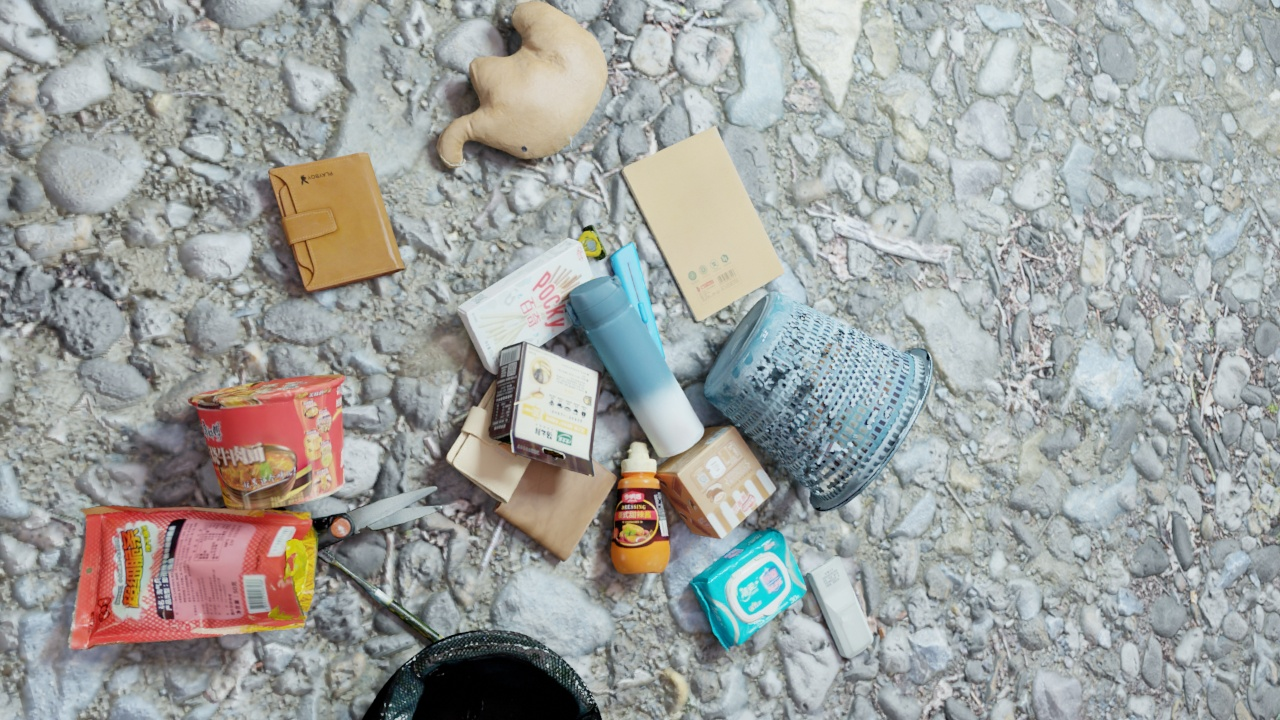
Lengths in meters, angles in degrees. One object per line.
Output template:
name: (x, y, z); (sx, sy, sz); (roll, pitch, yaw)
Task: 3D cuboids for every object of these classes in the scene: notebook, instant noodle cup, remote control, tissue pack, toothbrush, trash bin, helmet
notebook: (0.081, -0.171, 1.139); (0.147, 0.008, 0.207); (-30, 97, -23)
instant noodle cup: (-0.343, 0.076, 0.873); (0.137, 0.138, 0.108); (-10, 97, -24)
remote control: (0.254, 0.312, 1.160); (0.049, 0.024, 0.125); (-26, 95, -24)
tissue pack: (0.128, 0.271, 1.095); (0.133, 0.050, 0.093); (-32, 98, -22)
toothbrush: (-0.262, 0.249, 0.947); (0.186, 0.017, 0.012); (42, 69, -13)
trash bin: (0.191, 0.030, 1.072); (0.195, 0.227, 0.226); (33, 73, -3)
helmet: (-0.156, 0.392, 0.865); (0.233, 0.230, 0.274); (18, 77, -6)

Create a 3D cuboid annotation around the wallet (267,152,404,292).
wallet: (-0.316, -0.144, 0.955); (0.107, 0.031, 0.132); (-17, 91, -25)

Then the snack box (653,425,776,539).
snack box: (0.085, 0.142, 1.074); (0.092, 0.077, 0.094); (-38, 99, -22)

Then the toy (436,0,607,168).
toy: (-0.127, -0.291, 1.027); (0.143, 0.083, 0.225); (37, 75, -11)

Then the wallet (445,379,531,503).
wallet: (-0.152, 0.083, 0.992); (0.087, 0.024, 0.115); (38, 59, -17)

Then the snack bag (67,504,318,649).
snack bag: (-0.412, 0.196, 0.847); (0.208, 0.073, 0.128); (-1, 77, -5)

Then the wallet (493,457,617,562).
wallet: (-0.093, 0.151, 1.030); (0.101, 0.020, 0.115); (40, 69, -14)

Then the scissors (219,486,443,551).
scissors: (-0.317, 0.156, 0.909); (0.233, 0.022, 0.161); (-40, 95, -11)

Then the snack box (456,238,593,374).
snack box: (-0.119, -0.061, 1.015); (0.156, 0.027, 0.085); (-35, 126, -22)

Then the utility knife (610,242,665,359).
utility knife: (0.007, -0.039, 1.090); (0.034, 0.018, 0.203); (-19, 94, -24)

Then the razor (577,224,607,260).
razor: (-0.101, -0.112, 1.047); (0.132, 0.028, 0.043); (-28, 100, -21)

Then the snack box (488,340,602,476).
snack box: (-0.100, 0.056, 0.989); (0.113, 0.053, 0.125); (23, 65, -38)

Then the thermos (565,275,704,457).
thermos: (-0.006, 0.006, 1.037); (0.070, 0.070, 0.220); (-38, 109, -22)

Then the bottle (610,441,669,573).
bottle: (-0.001, 0.167, 1.047); (0.066, 0.067, 0.149); (4, 76, -23)
